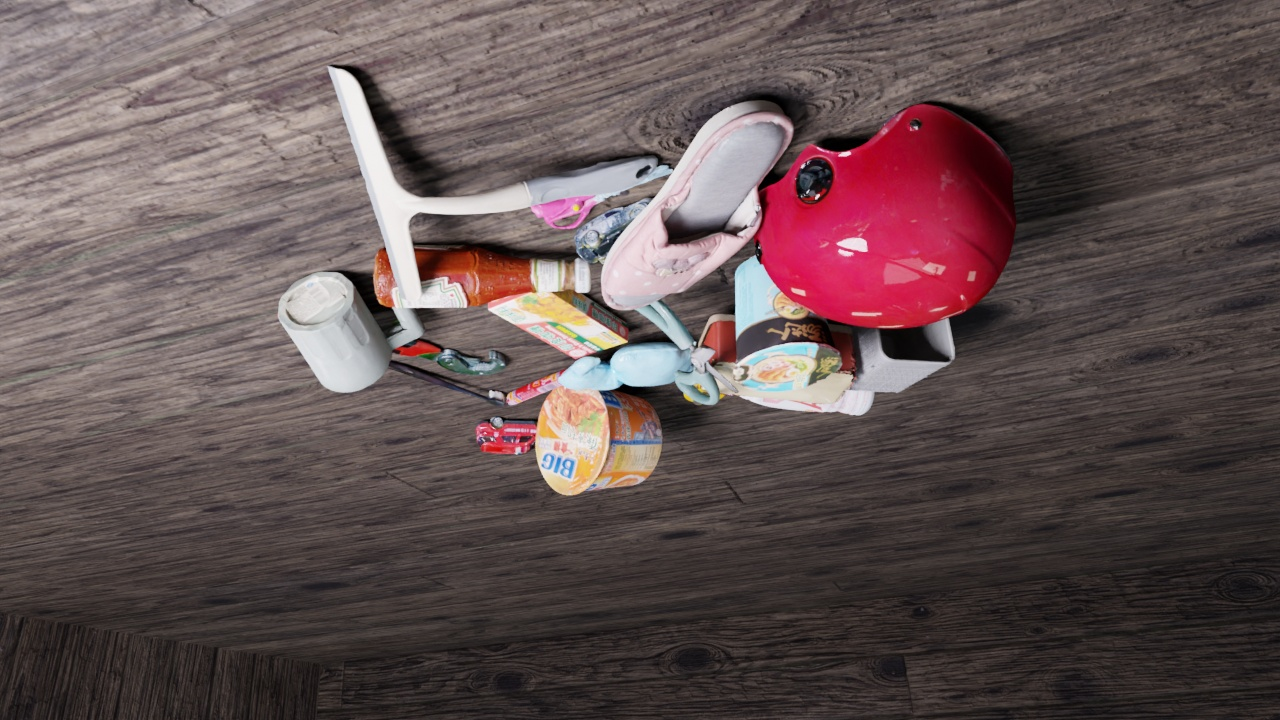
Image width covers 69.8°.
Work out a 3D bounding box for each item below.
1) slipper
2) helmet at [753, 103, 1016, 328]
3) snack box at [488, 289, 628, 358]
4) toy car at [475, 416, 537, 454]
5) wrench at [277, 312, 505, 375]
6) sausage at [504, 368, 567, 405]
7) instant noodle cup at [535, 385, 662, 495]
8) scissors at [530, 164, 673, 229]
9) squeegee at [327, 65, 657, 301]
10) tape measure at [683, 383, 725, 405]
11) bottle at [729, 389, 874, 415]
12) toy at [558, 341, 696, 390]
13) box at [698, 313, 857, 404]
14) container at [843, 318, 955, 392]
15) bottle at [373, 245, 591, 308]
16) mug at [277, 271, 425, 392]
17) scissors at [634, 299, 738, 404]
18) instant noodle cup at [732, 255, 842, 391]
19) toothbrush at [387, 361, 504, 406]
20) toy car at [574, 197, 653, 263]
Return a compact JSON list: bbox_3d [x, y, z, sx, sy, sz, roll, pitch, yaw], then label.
[{"bbox_3d":[0.047,-0.117,0.811,0.114,0.054,0.275,-4,151,-32],"label":"slipper"},{"bbox_3d":[0.213,-0.098,0.814,0.241,0.143,0.206,-18,153,30],"label":"helmet"},{"bbox_3d":[-0.087,-0.048,1.010,0.077,0.027,0.155,-17,151,29],"label":"snack box"},{"bbox_3d":[-0.175,0.109,1.312,0.120,0.045,0.053,-1,156,-9],"label":"toy car"},{"bbox_3d":[-0.280,-0.021,1.056,0.273,0.016,0.056,16,145,-36],"label":"wrench"},{"bbox_3d":[-0.121,0.031,1.181,0.156,0.020,0.020,-21,149,33],"label":"sausage"},{"bbox_3d":[-0.050,0.102,1.207,0.111,0.151,0.152,9,153,-42],"label":"instant noodle cup"},{"bbox_3d":[-0.031,-0.148,0.823,0.135,0.017,0.063,-15,149,16],"label":"scissors"},{"bbox_3d":[-0.104,-0.141,0.767,0.246,0.039,0.247,-8,141,-6],"label":"squeegee"},{"bbox_3d":[0.085,0.039,1.213,0.060,0.028,0.057,7,153,-20],"label":"tape measure"},{"bbox_3d":[0.195,0.029,1.168,0.197,0.068,0.068,5,154,-8],"label":"bottle"},{"bbox_3d":[-0.007,0.006,1.100,0.157,0.049,0.161,-19,162,34],"label":"toy"},{"bbox_3d":[0.154,0.008,1.044,0.168,0.079,0.091,5,152,-6],"label":"box"},{"bbox_3d":[0.285,-0.018,1.051,0.090,0.090,0.114,3,157,-13],"label":"container"},{"bbox_3d":[-0.151,-0.083,0.893,0.206,0.059,0.060,-1,155,-6],"label":"bottle"},{"bbox_3d":[-0.296,-0.038,0.947,0.124,0.083,0.103,-28,145,-11],"label":"mug"},{"bbox_3d":[0.039,-0.012,0.987,0.019,0.173,0.170,-43,166,-16],"label":"scissors"},{"bbox_3d":[0.141,-0.044,0.939,0.111,0.120,0.111,-4,155,-2],"label":"instant noodle cup"},{"bbox_3d":[-0.248,0.027,1.165,0.181,0.018,0.016,21,152,-38],"label":"toothbrush"},{"bbox_3d":[-0.019,-0.123,0.854,0.091,0.034,0.043,-26,151,13],"label":"toy car"}]
